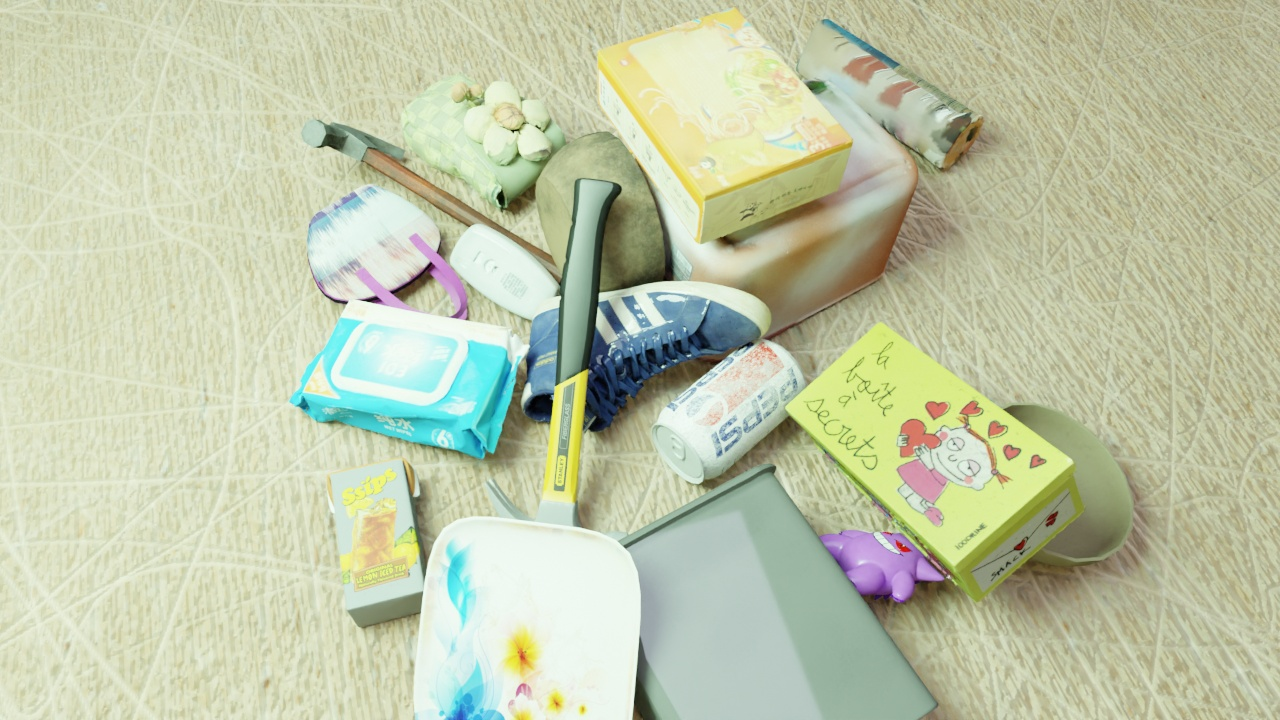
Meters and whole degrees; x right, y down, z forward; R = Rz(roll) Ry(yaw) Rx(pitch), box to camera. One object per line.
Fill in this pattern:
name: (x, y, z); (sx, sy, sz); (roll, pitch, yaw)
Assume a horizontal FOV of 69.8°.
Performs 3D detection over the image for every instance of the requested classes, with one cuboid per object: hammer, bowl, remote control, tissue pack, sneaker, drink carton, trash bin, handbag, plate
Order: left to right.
drink carton: (-0.218, 0.150, 0.768); (0.076, 0.049, 0.124); (-12, 59, -11)
handbag: (-0.242, -0.090, 0.919); (0.170, 0.068, 0.144); (41, 59, 13)
tissue pack: (-0.212, 0.013, 0.837); (0.209, 0.066, 0.116); (10, 60, 16)
hammer: (-0.200, -0.164, 0.958); (0.301, 0.111, 0.028); (32, 104, 7)
handbag: (-0.174, -0.251, 0.989); (0.186, 0.117, 0.113); (35, 62, 16)
remote control: (-0.133, -0.086, 0.913); (0.114, 0.028, 0.060); (35, 104, 0)
plate: (-0.085, 0.215, 0.686); (0.187, 0.016, 0.187); (2, 83, 25)
hammer: (-0.057, 0.008, 0.779); (0.127, 0.029, 0.323); (6, 92, 4)
bowl: (-0.044, -0.130, 0.872); (0.070, 0.162, 0.162); (-22, 61, -17)
sneaker: (-0.006, 0.004, 0.826); (0.233, 0.091, 0.118); (1, 56, 21)
trash bin: (0.081, 0.222, 0.711); (0.191, 0.098, 0.219); (-25, 63, -18)
trash bin: (0.126, -0.147, 0.916); (0.259, 0.158, 0.181); (-26, 63, -19)
bowl: (0.351, 0.115, 0.812); (0.152, 0.051, 0.152); (8, 56, -12)

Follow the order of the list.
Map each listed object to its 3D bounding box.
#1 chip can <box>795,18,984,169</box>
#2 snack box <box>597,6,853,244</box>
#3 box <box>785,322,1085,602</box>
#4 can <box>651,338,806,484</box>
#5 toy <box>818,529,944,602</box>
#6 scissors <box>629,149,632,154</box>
chip can: (0.288, -0.315, 1.082); (0.079, 0.080, 0.229); (-38, 66, -24)
snack box: (0.068, -0.206, 0.808); (0.145, 0.081, 0.195); (-23, 61, -15)
box: (0.235, 0.076, 0.762); (0.124, 0.082, 0.221); (-40, 44, 1)
can: (0.081, 0.045, 0.835); (0.136, 0.078, 0.078); (-37, 66, -24)
toy: (0.201, 0.174, 0.772); (0.088, 0.056, 0.106); (-14, 24, -10)
scissors: (0.043, -0.233, 1.034); (0.125, 0.011, 0.129); (-28, 80, 2)
